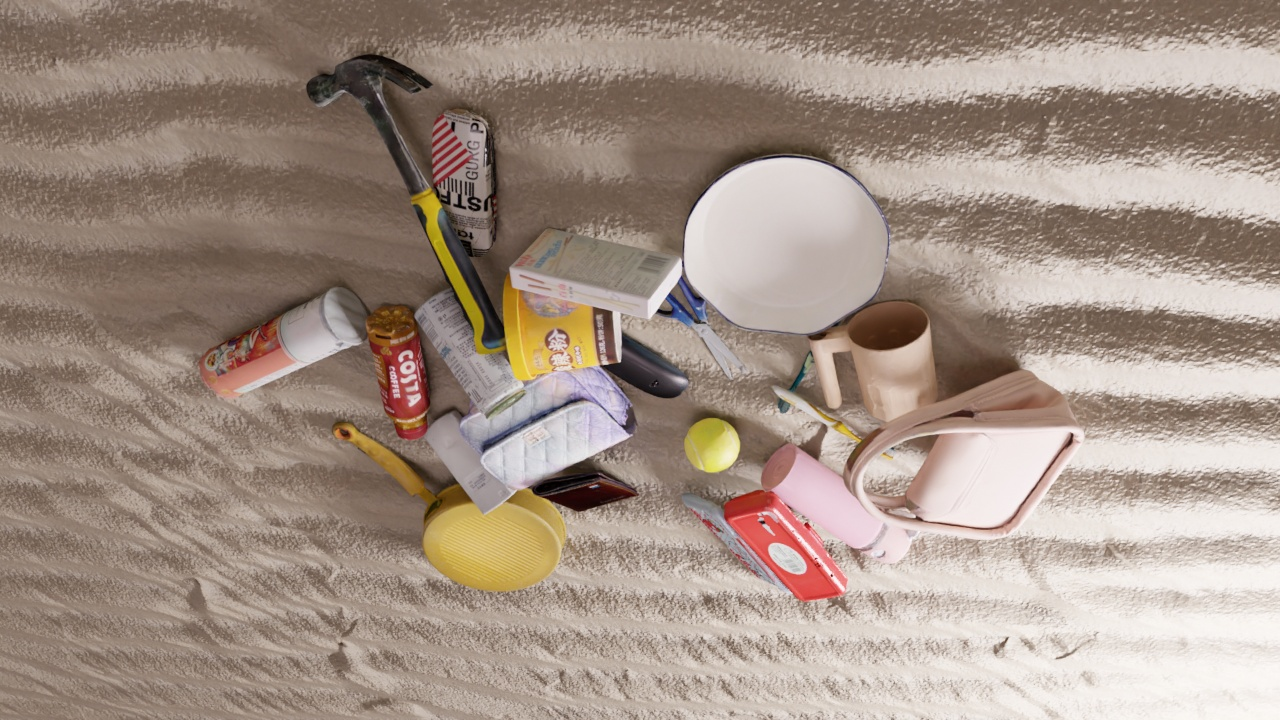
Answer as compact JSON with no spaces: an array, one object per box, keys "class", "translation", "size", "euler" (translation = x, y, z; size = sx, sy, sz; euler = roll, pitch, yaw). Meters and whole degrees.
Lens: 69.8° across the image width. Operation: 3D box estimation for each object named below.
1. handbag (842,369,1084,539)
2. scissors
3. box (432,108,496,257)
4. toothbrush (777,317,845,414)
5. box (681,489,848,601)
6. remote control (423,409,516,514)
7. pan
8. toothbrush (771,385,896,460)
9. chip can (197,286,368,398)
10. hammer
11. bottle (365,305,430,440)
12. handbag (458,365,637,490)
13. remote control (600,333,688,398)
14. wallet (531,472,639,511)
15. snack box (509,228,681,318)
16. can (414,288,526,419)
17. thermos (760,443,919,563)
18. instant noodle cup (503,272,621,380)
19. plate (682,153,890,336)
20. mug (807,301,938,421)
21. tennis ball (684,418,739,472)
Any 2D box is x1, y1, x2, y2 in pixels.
[{"class":"handbag","translation":[0.332,0.110,0.991],"size":[0.234,0.093,0.194],"euler":[-3,132,-17]},{"class":"scissors","translation":[0.058,-0.037,1.029],"size":[0.133,0.012,0.173],"euler":[0,128,8]},{"class":"box","translation":[-0.182,-0.178,0.942],"size":[0.069,0.052,0.164],"euler":[20,132,21]},{"class":"toothbrush","translation":[0.196,-0.007,1.021],"size":[0.016,0.018,0.192],"euler":[20,129,-6]},{"class":"box","translation":[0.155,0.234,1.161],"size":[0.162,0.058,0.201],"euler":[-9,133,44]},{"class":"remote control","translation":[-0.218,0.129,1.169],"size":[0.056,0.019,0.135],"euler":[-38,90,21]},{"class":"pan","translation":[-0.264,0.194,1.245],"size":[0.357,0.078,0.198],"euler":[32,122,-22]},{"class":"toothbrush","translation":[0.227,0.071,1.065],"size":[0.191,0.016,0.018],"euler":[30,112,-21]},{"class":"chip can","translation":[-0.427,-0.018,1.096],"size":[0.215,0.071,0.071],"euler":[-21,121,24]},{"class":"hammer","translation":[-0.213,-0.150,0.931],"size":[0.126,0.031,0.323],"euler":[-10,115,32]},{"class":"bottle","translation":[-0.288,0.019,1.106],"size":[0.057,0.057,0.175],"euler":[5,128,7]},{"class":"handbag","translation":[-0.117,0.075,1.106],"size":[0.194,0.075,0.134],"euler":[-29,118,29]},{"class":"remote control","translation":[-0.006,0.006,1.065],"size":[0.136,0.024,0.053],"euler":[31,125,-14]},{"class":"wallet","translation":[-0.068,0.167,1.168],"size":[0.096,0.020,0.122],"euler":[-13,157,20]},{"class":"snack box","translation":[-0.045,-0.091,0.937],"size":[0.157,0.084,0.027],"euler":[14,131,19]},{"class":"can","translation":[-0.191,-0.008,1.031],"size":[0.058,0.058,0.146],"euler":[-37,86,31]},{"class":"thermos","translation":[0.249,0.175,1.119],"size":[0.198,0.067,0.087],"euler":[34,135,-14]},{"class":"instant noodle cup","translation":[-0.081,-0.040,0.991],"size":[0.114,0.118,0.119],"euler":[-3,127,3]},{"class":"plate","translation":[0.146,-0.119,0.928],"size":[0.205,0.045,0.205],"euler":[5,127,7]},{"class":"mug","translation":[0.250,0.005,0.981],"size":[0.125,0.084,0.104],"euler":[-8,127,19]},{"class":"tennis ball","translation":[0.085,0.101,1.095],"size":[0.065,0.065,0.066],"euler":[5,128,6]}]
